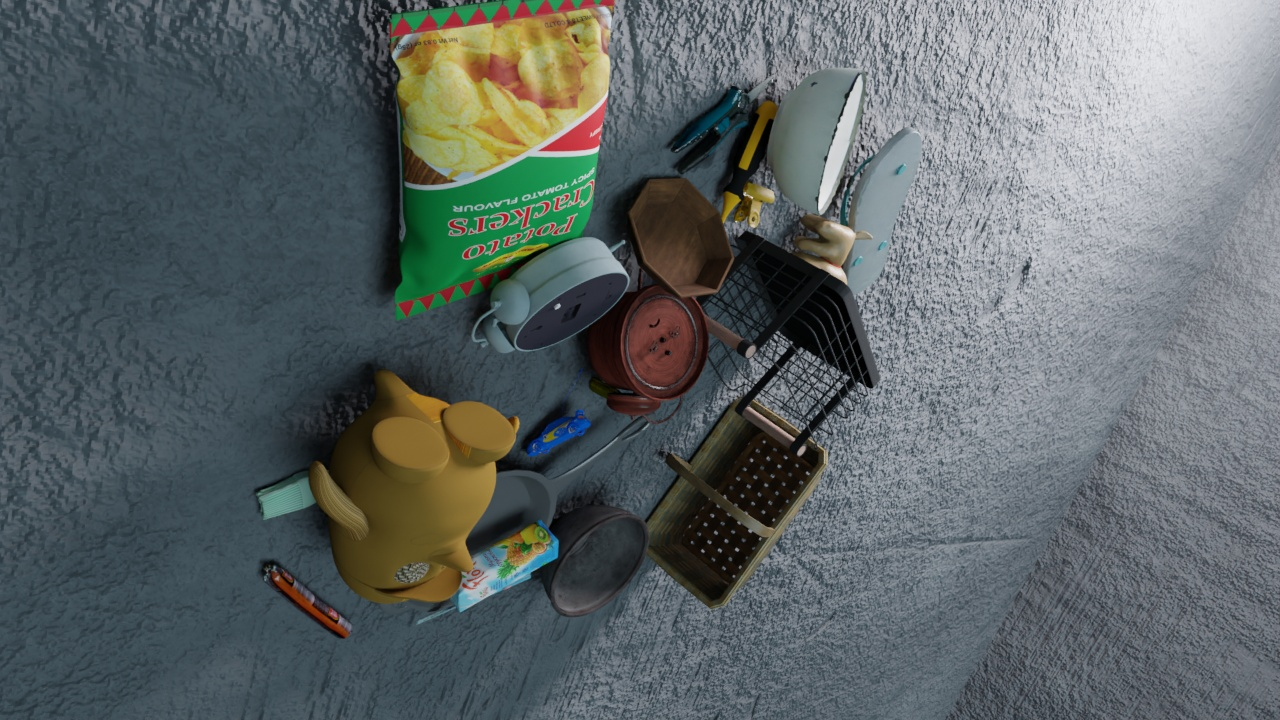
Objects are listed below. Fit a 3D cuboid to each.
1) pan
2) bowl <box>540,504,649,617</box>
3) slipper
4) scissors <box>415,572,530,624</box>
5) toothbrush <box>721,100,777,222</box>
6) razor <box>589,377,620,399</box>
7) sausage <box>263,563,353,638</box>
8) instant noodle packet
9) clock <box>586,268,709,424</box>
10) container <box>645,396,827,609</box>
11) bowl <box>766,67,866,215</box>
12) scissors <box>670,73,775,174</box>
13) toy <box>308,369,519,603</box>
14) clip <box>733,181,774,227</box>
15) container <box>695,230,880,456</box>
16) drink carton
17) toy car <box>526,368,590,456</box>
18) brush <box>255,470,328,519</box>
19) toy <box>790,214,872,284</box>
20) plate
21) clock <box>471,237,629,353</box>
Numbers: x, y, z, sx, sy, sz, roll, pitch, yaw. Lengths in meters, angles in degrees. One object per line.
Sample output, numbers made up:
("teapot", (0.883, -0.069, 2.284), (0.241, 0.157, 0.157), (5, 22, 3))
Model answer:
("pan", (-0.128, 0.152, 0.990), (0.353, 0.024, 0.217), (-34, 144, -18))
("bowl", (-0.065, 0.226, 1.092), (0.144, 0.067, 0.145), (-26, 134, -30))
("slipper", (0.284, -0.185, 1.164), (0.098, 0.055, 0.269), (-31, 148, -23))
("scissors", (-0.179, 0.258, 0.995), (0.138, 0.015, 0.063), (-23, 168, -26))
("toothbrush", (0.101, -0.182, 0.981), (0.031, 0.031, 0.197), (-40, 153, -74))
("razor", (-0.006, 0.006, 1.019), (0.105, 0.042, 0.026), (-44, 139, -27))
("sausage", (-0.317, 0.234, 0.880), (0.020, 0.020, 0.155), (-41, 140, -15))
("instant noodle packet", (-0.110, -0.161, 0.733), (0.195, 0.090, 0.253), (-24, 141, -35))
("clock", (0.009, -0.006, 0.952), (0.120, 0.072, 0.158), (-35, 114, -32))
("container", (0.114, 0.178, 1.176), (0.250, 0.157, 0.186), (-54, 153, 1))
("bowl", (0.181, -0.236, 0.968), (0.153, 0.073, 0.153), (19, 89, -74))
("scissors", (0.083, -0.247, 0.927), (0.137, 0.019, 0.129), (-4, 120, -46))
("toy", (-0.203, 0.133, 0.803), (0.198, 0.162, 0.204), (-13, 136, -46))
("clip", (0.119, -0.175, 1.025), (0.052, 0.039, 0.047), (4, 110, -49))
("container", (0.158, -0.015, 1.061), (0.130, 0.163, 0.241), (-46, 141, -9))
("drink carton", (-0.148, 0.217, 0.971), (0.128, 0.044, 0.039), (-25, 140, -30))
("toy car", (-0.090, 0.057, 0.983), (0.092, 0.062, 0.033), (-27, 167, 6))
("brush", (-0.247, 0.094, 0.854), (0.217, 0.012, 0.033), (-22, 131, -36))
("toy", (0.218, -0.114, 1.105), (0.105, 0.134, 0.108), (12, 106, -15))
("plate", (0.035, -0.121, 0.920), (0.131, 0.025, 0.131), (14, 66, -35))
("clock", (-0.083, -0.056, 0.839), (0.159, 0.045, 0.123), (-25, 164, -26))
